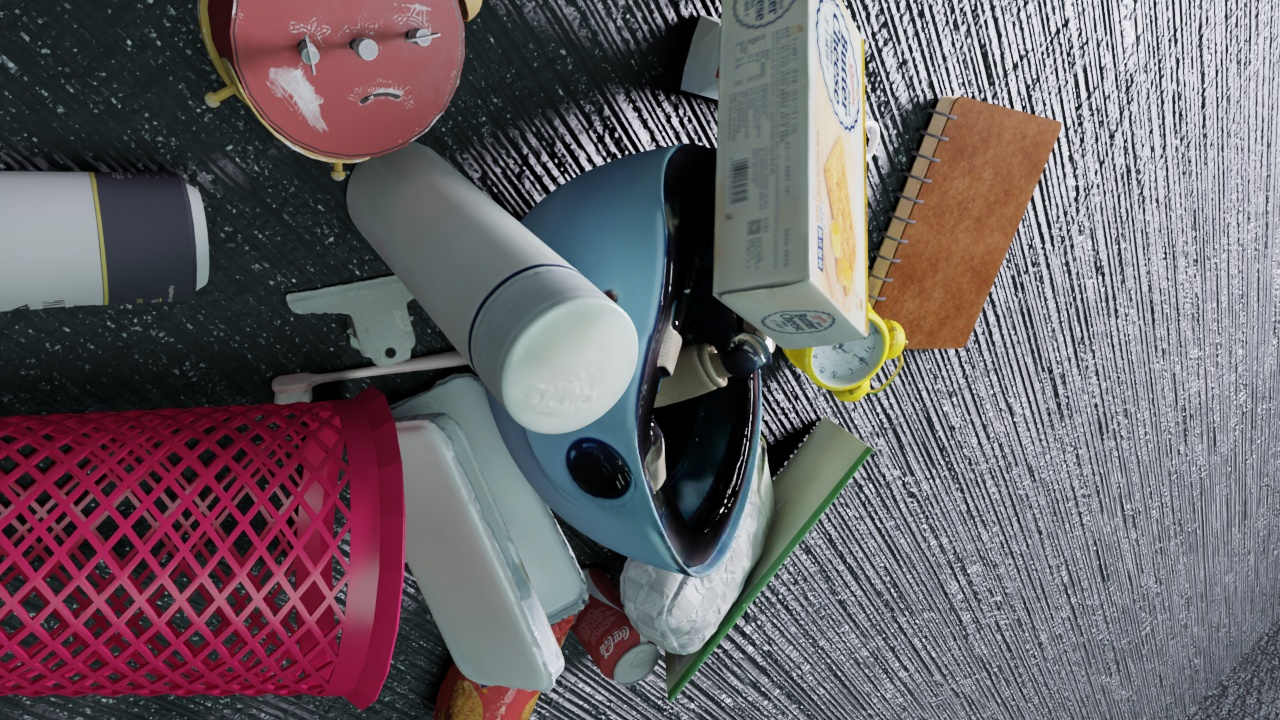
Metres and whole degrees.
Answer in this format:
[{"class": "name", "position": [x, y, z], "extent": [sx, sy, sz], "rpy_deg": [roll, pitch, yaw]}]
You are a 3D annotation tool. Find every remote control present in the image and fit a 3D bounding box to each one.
[{"class": "remote control", "position": [0.092, -0.198, 0.634], "extent": [0.143, 0.024, 0.050], "rpy_deg": [-1, 118, -35]}]

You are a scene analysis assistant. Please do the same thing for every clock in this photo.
[{"class": "clock", "position": [0.172, -0.013, 0.772], "extent": [0.118, 0.057, 0.083], "rpy_deg": [31, 106, -27]}, {"class": "clock", "position": [-0.137, -0.173, 0.449], "extent": [0.117, 0.081, 0.159], "rpy_deg": [30, 98, -43]}]

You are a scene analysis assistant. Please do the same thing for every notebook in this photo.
[{"class": "notebook", "position": [0.099, 0.159, 0.787], "extent": [0.010, 0.182, 0.252], "rpy_deg": [38, 94, -1]}, {"class": "notebook", "position": [0.276, -0.115, 0.818], "extent": [0.167, 0.024, 0.226], "rpy_deg": [-1, 118, -36]}]

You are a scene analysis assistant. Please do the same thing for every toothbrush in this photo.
[{"class": "toothbrush", "position": [-0.147, 0.005, 0.602], "extent": [0.180, 0.015, 0.018], "rpy_deg": [-11, 130, -29]}]

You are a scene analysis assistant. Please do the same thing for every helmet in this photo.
[{"class": "helmet", "position": [-0.003, 0.003, 0.581], "extent": [0.224, 0.167, 0.266], "rpy_deg": [-40, 124, -56]}]

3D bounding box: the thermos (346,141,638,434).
[{"class": "thermos", "position": [-0.085, -0.048, 0.463], "extent": [0.067, 0.230, 0.068], "rpy_deg": [-17, 125, -26]}]

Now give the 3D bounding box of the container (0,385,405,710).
[{"class": "container", "position": [-0.261, 0.100, 0.486], "extent": [0.225, 0.183, 0.183], "rpy_deg": [4, 115, -29]}]

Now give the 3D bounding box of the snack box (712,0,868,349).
[{"class": "snack box", "position": [0.091, -0.120, 0.537], "extent": [0.104, 0.058, 0.207], "rpy_deg": [28, 61, -55]}]

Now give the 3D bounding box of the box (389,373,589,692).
[{"class": "box", "position": [-0.106, 0.110, 0.637], "extent": [0.109, 0.108, 0.216], "rpy_deg": [-42, 119, -53]}]

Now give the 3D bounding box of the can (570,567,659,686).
[{"class": "can", "position": [-0.027, 0.221, 0.766], "extent": [0.054, 0.096, 0.054], "rpy_deg": [-18, 126, -26]}]

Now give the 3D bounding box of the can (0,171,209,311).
[{"class": "can", "position": [-0.278, -0.057, 0.436], "extent": [0.127, 0.064, 0.064], "rpy_deg": [-7, 121, -32]}]

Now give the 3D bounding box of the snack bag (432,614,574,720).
[{"class": "snack bag", "position": [-0.113, 0.246, 0.739], "extent": [0.082, 0.082, 0.177], "rpy_deg": [10, 110, -39]}]

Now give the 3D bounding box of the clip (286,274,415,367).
[{"class": "clip", "position": [-0.161, -0.024, 0.566], "extent": [0.101, 0.038, 0.054], "rpy_deg": [-15, 112, -26]}]

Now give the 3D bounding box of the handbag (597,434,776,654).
[{"class": "handbag", "position": [0.032, 0.134, 0.727], "extent": [0.171, 0.123, 0.113], "rpy_deg": [-58, 153, -25]}]

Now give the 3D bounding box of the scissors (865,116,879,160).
[{"class": "scissors", "position": [0.144, -0.166, 0.688], "extent": [0.128, 0.011, 0.126], "rpy_deg": [-19, 139, -35]}]
